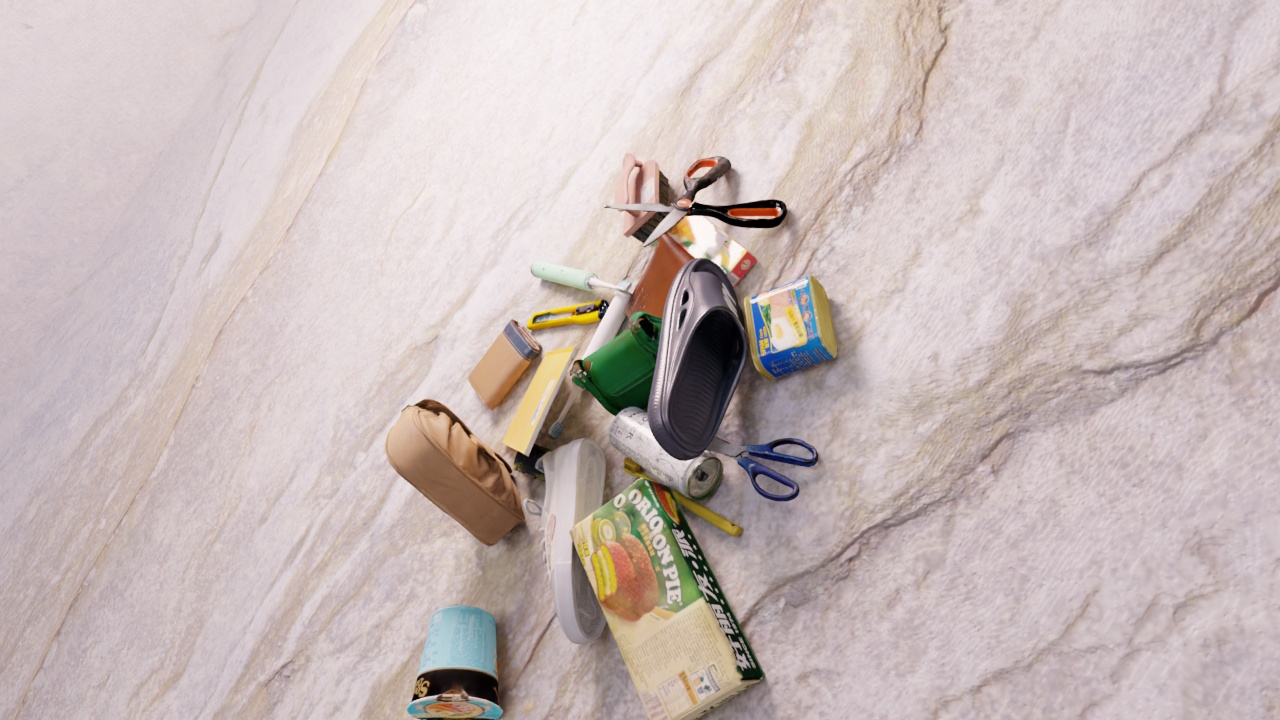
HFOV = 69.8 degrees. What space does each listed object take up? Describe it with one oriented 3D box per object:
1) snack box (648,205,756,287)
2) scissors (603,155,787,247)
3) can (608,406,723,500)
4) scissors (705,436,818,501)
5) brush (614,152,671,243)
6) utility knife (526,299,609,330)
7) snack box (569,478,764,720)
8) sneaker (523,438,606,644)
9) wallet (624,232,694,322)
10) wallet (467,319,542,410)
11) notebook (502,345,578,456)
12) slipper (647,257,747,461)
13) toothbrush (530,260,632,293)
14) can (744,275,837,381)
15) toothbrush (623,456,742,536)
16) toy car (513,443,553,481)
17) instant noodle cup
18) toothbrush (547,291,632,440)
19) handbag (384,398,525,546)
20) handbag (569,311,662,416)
[{"bbox_3d":[0.076,-0.142,1.186,0.077,0.027,0.156,-51,46,8],"label":"snack box"},{"bbox_3d":[0.073,-0.202,1.155,0.234,0.022,0.220,7,42,10],"label":"scissors"},{"bbox_3d":[0.028,0.107,1.075,0.147,0.058,0.058,29,87,44],"label":"can"},{"bbox_3d":[0.114,0.096,1.006,0.140,0.012,0.171,-27,46,-13],"label":"scissors"},{"bbox_3d":[0.001,-0.229,1.241,0.063,0.073,0.145,-39,31,32],"label":"brush"},{"bbox_3d":[-0.103,-0.063,1.296,0.154,0.015,0.033,-8,60,36],"label":"utility knife"},{"bbox_3d":[0.023,0.255,0.974,0.115,0.063,0.240,-38,59,16],"label":"snack box"},{"bbox_3d":[-0.093,0.214,1.090,0.091,0.089,0.241,-18,60,29],"label":"sneaker"},{"bbox_3d":[0.030,-0.088,1.170,0.101,0.032,0.125,49,120,45],"label":"wallet"},{"bbox_3d":[-0.197,0.006,1.326,0.115,0.033,0.090,-51,44,7],"label":"wallet"},{"bbox_3d":[-0.133,0.050,1.189,0.145,0.010,0.206,-65,13,-8],"label":"notebook"},{"bbox_3d":[0.082,-0.011,1.028,0.084,0.110,0.267,-23,39,40],"label":"slipper"},{"bbox_3d":[-0.086,-0.115,1.285,0.225,0.026,0.027,18,68,50],"label":"toothbrush"},{"bbox_3d":[0.170,-0.037,1.038,0.083,0.057,0.102,-20,57,27],"label":"can"},{"bbox_3d":[0.044,0.155,1.063,0.190,0.015,0.017,26,127,43],"label":"toothbrush"},{"bbox_3d":[-0.128,0.135,1.198,0.091,0.036,0.043,15,79,38],"label":"toy car"},{"bbox_3d":[-0.219,0.366,1.113,0.111,0.111,0.120,-24,47,27],"label":"instant noodle cup"},{"bbox_3d":[-0.068,0.006,1.225,0.026,0.026,0.221,21,81,52],"label":"toothbrush"},{"bbox_3d":[-0.230,0.137,1.172,0.100,0.204,0.147,-40,35,0],"label":"handbag"},{"bbox_3d":[-0.007,0.007,1.111,0.132,0.120,0.067,-35,48,29],"label":"handbag"}]
